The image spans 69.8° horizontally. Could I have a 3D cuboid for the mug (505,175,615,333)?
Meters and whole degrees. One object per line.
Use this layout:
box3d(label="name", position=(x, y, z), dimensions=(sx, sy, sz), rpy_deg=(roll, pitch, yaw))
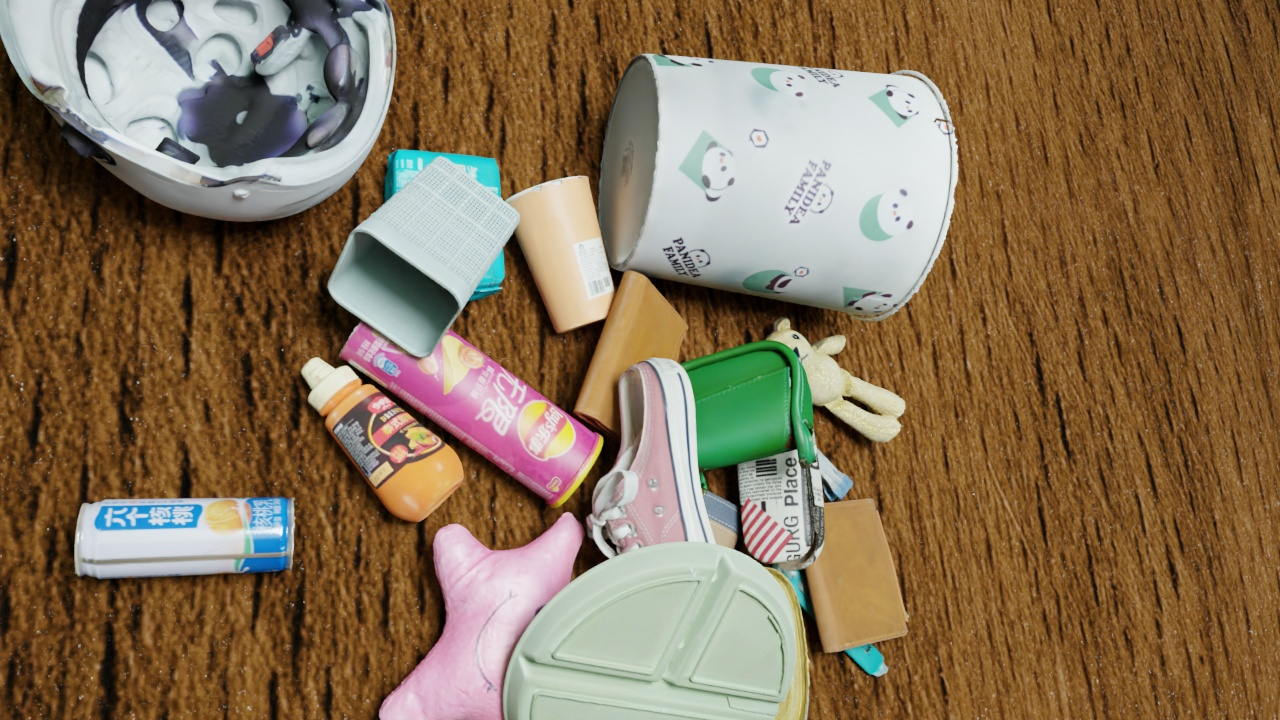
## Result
box3d(label="mug", position=(-0.063, -0.090, 0.797), dimensions=(0.078, 0.078, 0.123), rpy_deg=(-20, 92, -27))

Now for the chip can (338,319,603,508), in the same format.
box3d(label="chip can", position=(-0.133, 0.030, 0.736), dimensions=(0.210, 0.072, 0.071), rpy_deg=(37, 64, -10))

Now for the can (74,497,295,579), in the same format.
box3d(label="can", position=(-0.314, 0.123, 0.641), dimensions=(0.134, 0.053, 0.053), rpy_deg=(3, 74, -23))

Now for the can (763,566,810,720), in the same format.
box3d(label="can", position=(0.100, 0.253, 0.786), dimensions=(0.074, 0.049, 0.148), rpy_deg=(3, 74, -23))

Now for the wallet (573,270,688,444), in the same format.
box3d(label="wallet", position=(-0.005, 0.005, 0.793), dimensions=(0.108, 0.031, 0.131), rpy_deg=(43, 62, -52))

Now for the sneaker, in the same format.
box3d(label="sneaker", position=(0.001, 0.120, 0.714), dimensions=(0.087, 0.118, 0.241), rpy_deg=(-7, 92, -26))

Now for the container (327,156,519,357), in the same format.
box3d(label="container", position=(-0.155, -0.081, 0.681), dimensions=(0.090, 0.090, 0.111), rpy_deg=(36, 49, -9))

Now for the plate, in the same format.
box3d(label="plate", position=(0.015, 0.238, 0.675), dimensions=(0.230, 0.027, 0.230), rpy_deg=(-6, 112, -16))

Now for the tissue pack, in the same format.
box3d(label="tissue pack", position=(-0.166, -0.116, 0.775), dimensions=(0.093, 0.050, 0.133), rpy_deg=(2, 74, -22))

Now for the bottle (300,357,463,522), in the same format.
box3d(label="bottle", position=(-0.205, 0.055, 0.708), dimensions=(0.149, 0.067, 0.066), rpy_deg=(45, 63, 2))

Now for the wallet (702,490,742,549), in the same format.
box3d(label="wallet", position=(0.035, 0.165, 0.794), dimensions=(0.090, 0.033, 0.115), rpy_deg=(28, 67, -11))

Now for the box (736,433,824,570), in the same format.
box3d(label="box", position=(0.118, 0.098, 0.807), dimensions=(0.082, 0.075, 0.163), rpy_deg=(20, 58, -33))

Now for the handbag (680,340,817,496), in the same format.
box3d(label="handbag", position=(0.084, 0.052, 0.784), dimensions=(0.131, 0.068, 0.120), rpy_deg=(-15, 53, 15))

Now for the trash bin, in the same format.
box3d(label="trash bin", position=(0.106, -0.159, 0.817), dimensions=(0.251, 0.230, 0.229), rpy_deg=(4, 74, -17))

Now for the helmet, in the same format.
box3d(label="helmet", position=(-0.316, -0.207, 0.684), dimensions=(0.258, 0.146, 0.228), rpy_deg=(24, 66, -7))

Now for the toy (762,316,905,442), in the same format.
box3d(label="toy", position=(0.181, 0.023, 0.877), dimensions=(0.157, 0.066, 0.105), rpy_deg=(31, 82, -4))

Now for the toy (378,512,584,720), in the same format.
box3d(label="toy", position=(-0.089, 0.208, 0.701), dimensions=(0.178, 0.075, 0.194), rpy_deg=(22, 74, -18))

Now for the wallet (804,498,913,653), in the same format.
box3d(label="wallet", position=(0.201, 0.195, 0.849), dimensions=(0.118, 0.035, 0.130), rpy_deg=(2, 69, -35))

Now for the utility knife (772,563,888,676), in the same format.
box3d(label="utility knife", position=(0.174, 0.234, 0.844), dimensions=(0.157, 0.013, 0.029), rpy_deg=(46, 62, -5))

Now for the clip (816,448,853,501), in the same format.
box3d(label="clip", position=(0.177, 0.106, 0.879), dimensions=(0.026, 0.038, 0.058), rpy_deg=(-42, 92, -25))
